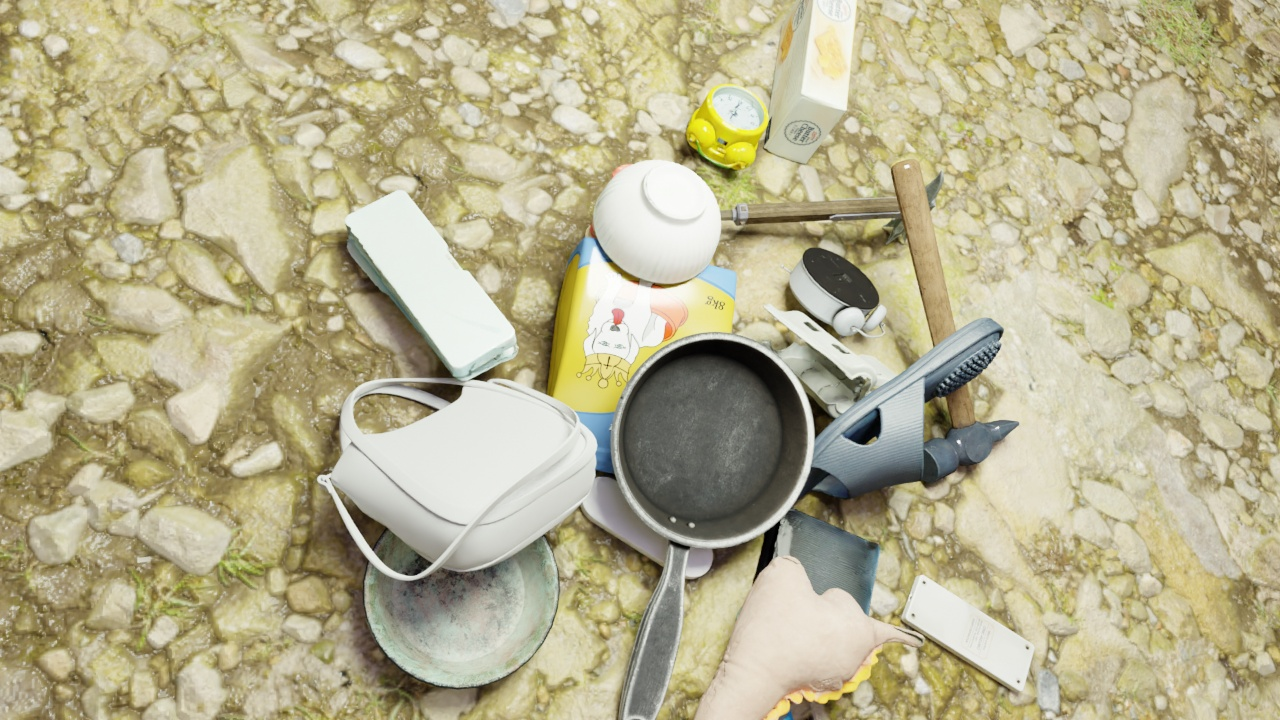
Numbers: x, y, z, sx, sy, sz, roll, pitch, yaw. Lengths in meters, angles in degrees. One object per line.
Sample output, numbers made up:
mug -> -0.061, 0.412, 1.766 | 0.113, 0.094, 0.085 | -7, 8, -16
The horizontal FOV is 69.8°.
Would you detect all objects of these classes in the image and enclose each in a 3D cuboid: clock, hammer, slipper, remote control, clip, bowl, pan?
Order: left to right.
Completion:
bowl -> -0.148, 0.190, 0.758 | 0.157, 0.039, 0.157 | 7, 65, -15
remote control -> 0.005, 0.153, 0.839 | 0.136, 0.013, 0.043 | 33, 61, -2
bowl -> 0.022, -0.134, 0.815 | 0.118, 0.062, 0.118 | 8, 63, -15
pan -> 0.039, 0.149, 0.796 | 0.187, 0.055, 0.356 | 19, 85, -15
clock -> 0.095, -0.254, 1.021 | 0.083, 0.057, 0.118 | 27, 55, -6
hammer -> 0.160, -0.160, 0.979 | 0.316, 0.147, 0.028 | -4, 72, -8
clip -> 0.184, 0.015, 0.915 | 0.152, 0.097, 0.126 | 36, 10, -39
clock -> 0.210, -0.067, 0.967 | 0.094, 0.035, 0.122 | -10, 54, -45
slipper -> 0.249, 0.065, 0.857 | 0.263, 0.101, 0.082 | -38, 64, 0
hammer -> 0.306, -0.046, 0.938 | 0.129, 0.040, 0.322 | -20, 101, -24
remote control -> 0.318, 0.265, 0.892 | 0.136, 0.011, 0.050 | 32, 61, -2

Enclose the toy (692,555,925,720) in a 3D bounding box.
toy -> 0.112, 0.298, 0.764 | 0.196, 0.065, 0.263 | 26, 65, 6

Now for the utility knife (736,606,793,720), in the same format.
utility knife -> 0.120, 0.300, 0.811 | 0.031, 0.015, 0.178 | -12, 73, -17

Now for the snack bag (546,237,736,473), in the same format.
snack bag -> -0.005, 0.005, 0.860 | 0.159, 0.102, 0.205 | 12, 78, -13

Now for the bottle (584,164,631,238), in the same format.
bottle -> -0.022, -0.146, 0.907 | 0.044, 0.109, 0.044 | 9, 61, -17

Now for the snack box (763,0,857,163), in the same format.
snack box -> 0.200, -0.346, 1.070 | 0.057, 0.104, 0.207 | 16, 63, -11

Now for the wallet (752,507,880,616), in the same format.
wallet -> 0.169, 0.196, 0.866 | 0.115, 0.026, 0.089 | 22, 61, -8

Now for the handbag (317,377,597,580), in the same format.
handbag -> -0.167, 0.069, 0.747 | 0.223, 0.096, 0.215 | 28, 36, 27

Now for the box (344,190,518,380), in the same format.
box -> -0.193, -0.068, 0.832 | 0.082, 0.066, 0.199 | -23, 64, -42
